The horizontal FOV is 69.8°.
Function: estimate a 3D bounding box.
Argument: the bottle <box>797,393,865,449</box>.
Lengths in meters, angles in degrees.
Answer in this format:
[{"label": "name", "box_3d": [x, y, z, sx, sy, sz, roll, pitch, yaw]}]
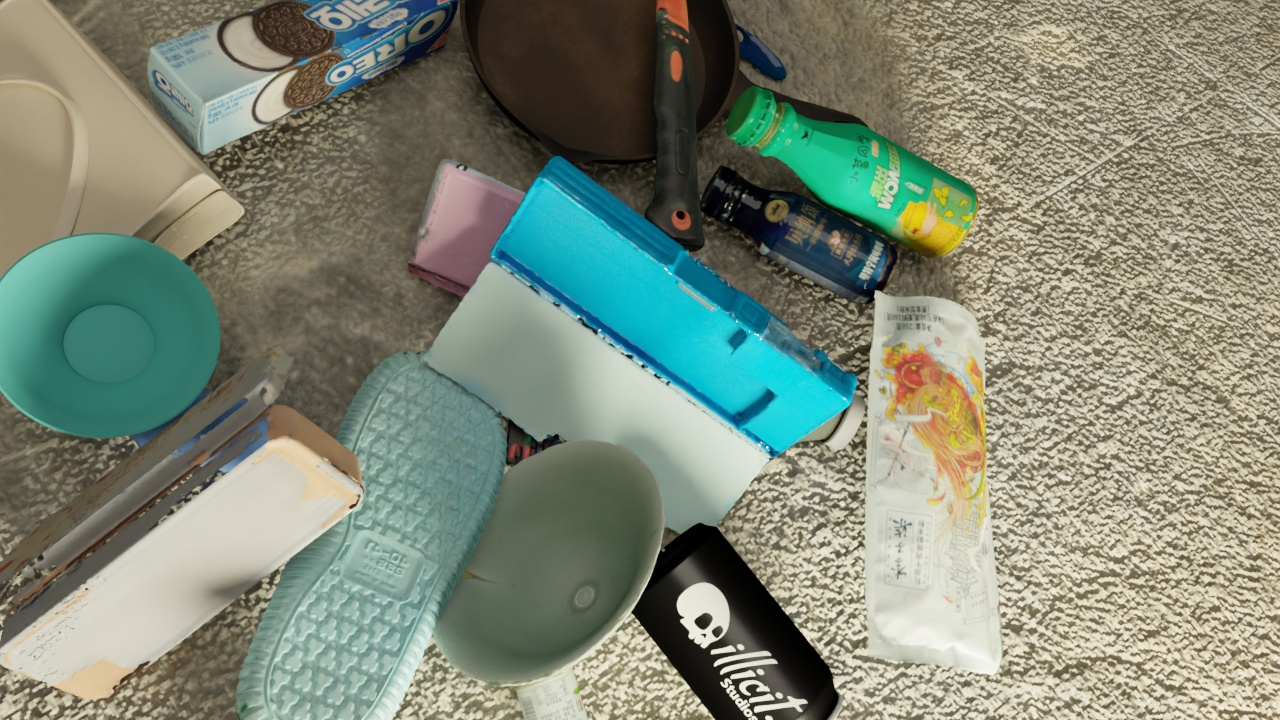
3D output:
[{"label": "bottle", "box_3d": [0.109, 0.024, 0.683, 0.108, 0.060, 0.060, 26, 69, -3]}]

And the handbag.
[{"label": "handbag", "box_3d": [-0.403, -0.107, 0.600, 0.197, 0.101, 0.194, -42, 85, -9]}]

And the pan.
[{"label": "pan", "box_3d": [0.026, -0.236, 0.755, 0.356, 0.043, 0.248, 19, 70, -12]}]

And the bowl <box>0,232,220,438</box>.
[{"label": "bowl", "box_3d": [-0.324, -0.013, 0.558, 0.121, 0.046, 0.121, 4, 82, -28]}]

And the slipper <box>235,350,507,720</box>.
[{"label": "slipper", "box_3d": [-0.166, 0.118, 0.585, 0.116, 0.070, 0.275, 23, 55, -9]}]

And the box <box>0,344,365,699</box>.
[{"label": "box", "box_3d": [-0.267, 0.100, 0.534, 0.216, 0.095, 0.108, -37, 104, 5]}]

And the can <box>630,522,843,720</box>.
[{"label": "can", "box_3d": [0.060, 0.186, 0.608, 0.080, 0.080, 0.146, -37, 83, -21]}]

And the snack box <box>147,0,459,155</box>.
[{"label": "snack box", "box_3d": [-0.234, -0.225, 0.659, 0.059, 0.059, 0.225, 46, 53, 4]}]

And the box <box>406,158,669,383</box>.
[{"label": "box", "box_3d": [-0.043, -0.067, 0.657, 0.232, 0.099, 0.099, 25, 68, -4]}]

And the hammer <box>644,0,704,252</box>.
[{"label": "hammer", "box_3d": [0.025, -0.244, 0.717, 0.133, 0.033, 0.332, 5, 75, -17]}]

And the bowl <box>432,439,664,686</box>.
[{"label": "bowl", "box_3d": [-0.047, 0.138, 0.589, 0.068, 0.174, 0.174, 50, 63, -37]}]

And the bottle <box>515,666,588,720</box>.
[{"label": "bottle", "box_3d": [-0.054, 0.233, 0.589, 0.042, 0.043, 0.110, -15, 75, -17]}]

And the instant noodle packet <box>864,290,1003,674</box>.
[{"label": "instant noodle packet", "box_3d": [0.222, 0.088, 0.682, 0.146, 0.057, 0.268, 17, 66, -30]}]

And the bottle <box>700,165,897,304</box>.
[{"label": "bottle", "box_3d": [0.124, -0.101, 0.728, 0.161, 0.056, 0.056, 27, 68, -3]}]

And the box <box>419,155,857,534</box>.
[{"label": "box", "box_3d": [-0.002, -0.003, 0.623, 0.243, 0.175, 0.063, 36, 27, -8]}]

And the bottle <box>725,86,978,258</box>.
[{"label": "bottle", "box_3d": [0.166, -0.151, 0.725, 0.209, 0.068, 0.068, 23, 68, -19]}]

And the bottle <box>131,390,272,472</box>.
[{"label": "bottle", "box_3d": [-0.293, 0.042, 0.592, 0.131, 0.048, 0.048, 13, 70, -8]}]

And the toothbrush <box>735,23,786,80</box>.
[{"label": "toothbrush", "box_3d": [0.076, -0.289, 0.800, 0.132, 0.016, 0.021, 41, 103, 2]}]

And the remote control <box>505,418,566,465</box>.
[{"label": "remote control", "box_3d": [-0.026, 0.060, 0.662, 0.140, 0.021, 0.045, 6, 73, -6]}]
